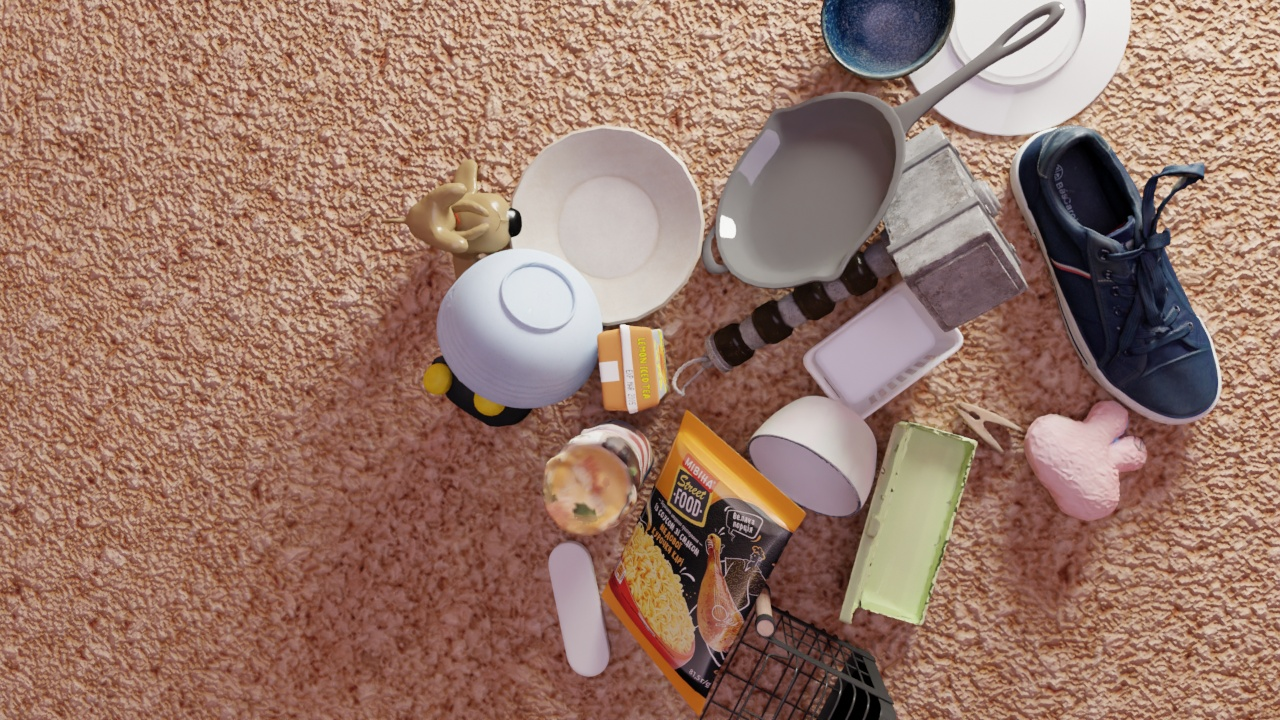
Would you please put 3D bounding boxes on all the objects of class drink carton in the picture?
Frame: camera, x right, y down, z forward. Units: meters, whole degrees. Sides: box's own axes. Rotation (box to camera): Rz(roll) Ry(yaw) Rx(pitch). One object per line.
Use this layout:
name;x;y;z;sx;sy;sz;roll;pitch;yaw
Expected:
drink carton;-0.005;0.005;0.840;0.048;0.124;0.076;-6;92;6

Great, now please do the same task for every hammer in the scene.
hammer;0.164;-0.061;0.825;0.327;0.176;0.079;-31;125;25

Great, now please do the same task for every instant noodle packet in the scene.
instant noodle packet;0.047;0.180;0.829;0.160;0.032;0.221;41;116;41

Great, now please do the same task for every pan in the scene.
pan;0.195;-0.179;0.785;0.356;0.024;0.216;-34;47;29

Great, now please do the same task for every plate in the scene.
plate;-0.033;-0.128;0.885;0.189;0.027;0.189;0;93;6
plate;0.343;-0.313;0.843;0.209;0.015;0.208;0;93;6

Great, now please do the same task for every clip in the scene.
clip;0.322;0.066;0.862;0.061;0.024;0.041;24;93;14

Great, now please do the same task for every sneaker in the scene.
sneaker;0.430;-0.075;0.794;0.121;0.127;0.294;-28;92;8

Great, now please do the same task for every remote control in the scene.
remote control;-0.061;0.247;0.915;0.043;0.013;0.136;-11;92;6

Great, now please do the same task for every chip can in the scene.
chip can;-0.029;0.092;0.796;0.080;0.229;0.080;0;90;4

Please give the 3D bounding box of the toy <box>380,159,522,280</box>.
toy;-0.169;-0.128;0.855;0.106;0.108;0.134;0;93;19

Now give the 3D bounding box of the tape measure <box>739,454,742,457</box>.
tape measure;0.079;0.126;0.869;0.038;0.062;0.067;-1;94;6

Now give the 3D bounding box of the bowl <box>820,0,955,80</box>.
bowl;0.224;-0.306;0.830;0.114;0.060;0.114;2;96;19

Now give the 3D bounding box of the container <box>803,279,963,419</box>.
container;0.222;-0.010;0.854;0.129;0.049;0.081;-37;89;6

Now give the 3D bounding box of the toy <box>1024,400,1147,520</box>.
toy;0.411;0.087;0.841;0.105;0.053;0.108;-31;89;-4

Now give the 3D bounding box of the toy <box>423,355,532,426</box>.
toy;-0.131;0.002;0.871;0.097;0.100;0.119;19;71;23

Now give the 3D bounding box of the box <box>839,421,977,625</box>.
box;0.239;0.150;0.857;0.130;0.064;0.188;9;97;-37

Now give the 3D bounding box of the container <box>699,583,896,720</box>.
container;0.112;0.347;0.826;0.130;0.162;0.241;26;95;4

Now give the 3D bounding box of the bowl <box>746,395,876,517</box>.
bowl;0.163;0.083;0.838;0.116;0.117;0.065;37;65;3

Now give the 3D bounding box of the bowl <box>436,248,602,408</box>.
bowl;-0.098;-0.040;0.806;0.150;0.075;0.150;9;62;-17
